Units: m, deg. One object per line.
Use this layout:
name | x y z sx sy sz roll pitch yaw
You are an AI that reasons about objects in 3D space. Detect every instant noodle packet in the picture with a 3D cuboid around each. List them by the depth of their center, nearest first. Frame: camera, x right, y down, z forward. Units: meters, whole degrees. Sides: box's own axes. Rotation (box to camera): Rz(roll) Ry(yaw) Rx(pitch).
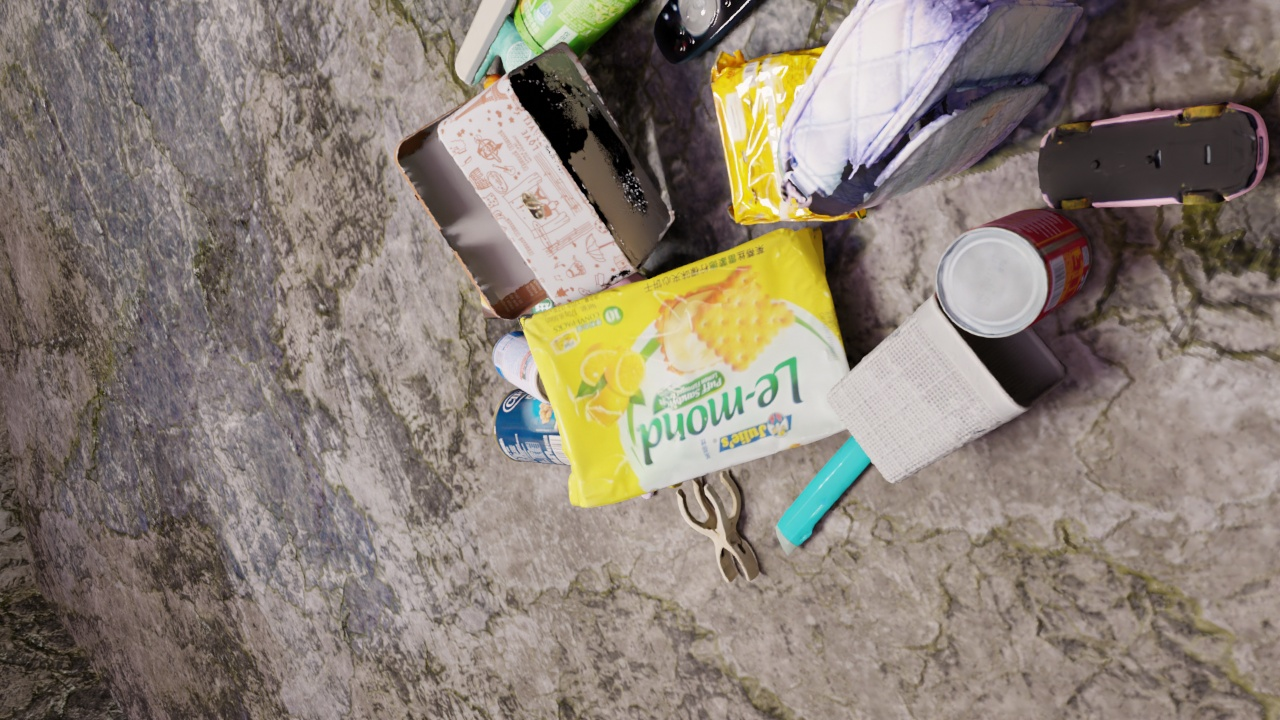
instant noodle packet | 0.109 -0.165 0.666 0.111 0.044 0.128 3 111 35

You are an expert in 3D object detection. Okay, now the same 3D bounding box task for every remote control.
remote control | 0.061 -0.274 0.683 0.137 0.024 0.053 -33 84 45

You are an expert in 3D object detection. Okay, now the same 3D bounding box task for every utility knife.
utility knife | 0.164 0.084 0.724 0.029 0.013 0.208 45 127 18

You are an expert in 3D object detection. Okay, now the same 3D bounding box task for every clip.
clip | 0.062 0.150 0.829 0.084 0.034 0.104 4 115 38

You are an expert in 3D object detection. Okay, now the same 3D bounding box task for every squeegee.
squeegee | -0.159 -0.395 0.800 0.246 0.039 0.247 41 105 40

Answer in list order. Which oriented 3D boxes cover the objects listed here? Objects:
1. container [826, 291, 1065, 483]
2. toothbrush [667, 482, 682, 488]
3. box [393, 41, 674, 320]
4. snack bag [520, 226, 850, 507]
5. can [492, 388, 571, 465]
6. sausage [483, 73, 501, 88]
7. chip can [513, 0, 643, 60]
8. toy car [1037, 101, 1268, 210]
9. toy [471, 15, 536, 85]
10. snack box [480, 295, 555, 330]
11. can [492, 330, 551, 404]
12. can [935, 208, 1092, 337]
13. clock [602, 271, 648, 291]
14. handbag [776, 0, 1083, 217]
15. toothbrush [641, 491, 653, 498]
container | 0.199 0.016 0.615 0.090 0.090 0.115 55 132 13
toothbrush | -0.028 0.102 0.887 0.190 0.015 0.016 4 105 50
box | -0.099 -0.136 0.760 0.178 0.152 0.182 -25 108 27
snack bag | 0.039 0.004 0.697 0.246 0.068 0.158 -18 99 5
can | -0.080 0.065 0.898 0.111 0.075 0.075 -1 104 42
sausage | -0.099 -0.210 0.854 0.165 0.021 0.022 53 132 15
chip can | -0.014 -0.312 0.706 0.222 0.072 0.072 -27 86 44
toy car | 0.290 -0.115 0.526 0.122 0.037 0.056 9 107 53
toy | -0.121 -0.283 0.839 0.092 0.030 0.097 46 111 24
snack box | -0.104 -0.086 0.888 0.113 0.053 0.125 -3 98 43
can | -0.098 0.006 0.873 0.135 0.053 0.053 -159 59 -64
can | 0.230 -0.056 0.559 0.067 0.093 0.066 17 116 38
clock | -0.005 0.005 0.792 0.117 0.059 0.158 18 131 65
handbag | 0.166 -0.152 0.513 0.075 0.193 0.134 48 131 16
toothbrush | -0.013 0.042 0.869 0.029 0.021 0.189 -4 104 41
